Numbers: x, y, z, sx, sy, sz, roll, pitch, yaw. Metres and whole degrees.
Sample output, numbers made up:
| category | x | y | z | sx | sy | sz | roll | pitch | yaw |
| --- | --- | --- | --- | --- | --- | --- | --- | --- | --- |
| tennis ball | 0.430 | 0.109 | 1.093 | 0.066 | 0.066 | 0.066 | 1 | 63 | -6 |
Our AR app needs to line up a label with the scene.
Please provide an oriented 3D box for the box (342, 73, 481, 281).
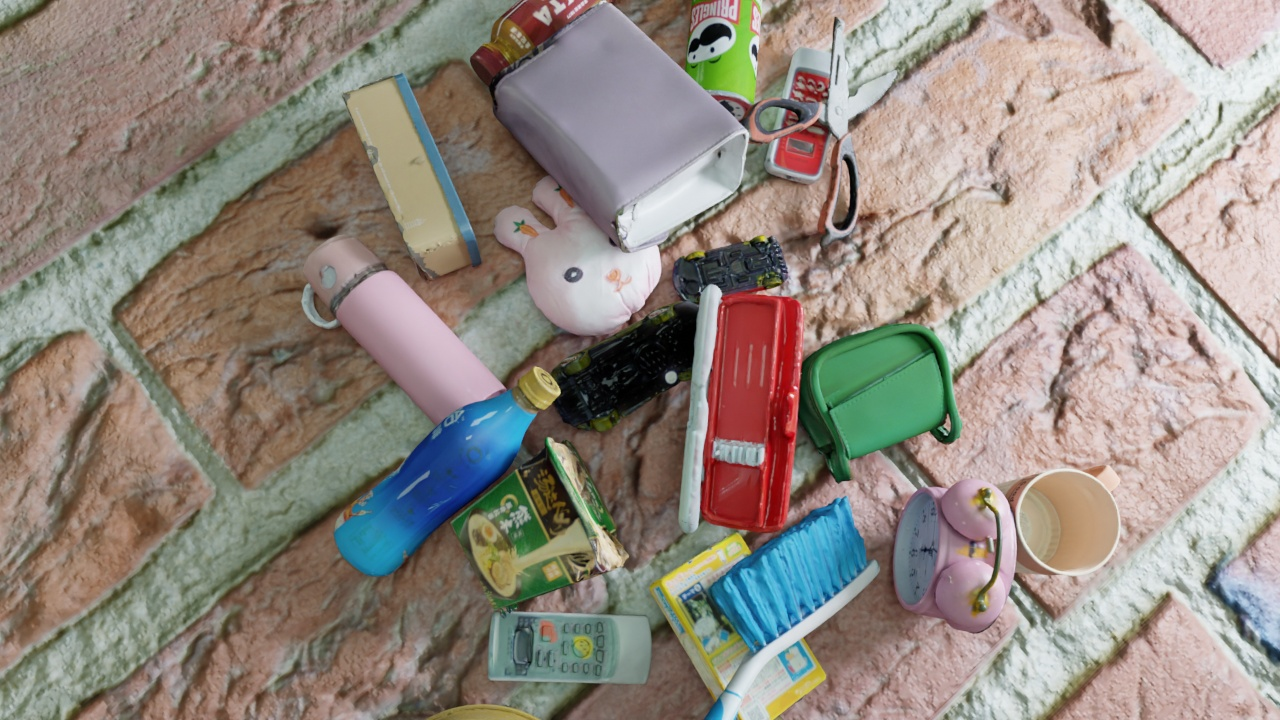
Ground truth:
| category | x | y | z | sx | sy | sz | roll | pitch | yaw |
| --- | --- | --- | --- | --- | --- | --- | --- | --- | --- |
| box | -0.198 | -0.154 | 0.809 | 0.061 | 0.090 | 0.184 | -25 | 82 | -9 |

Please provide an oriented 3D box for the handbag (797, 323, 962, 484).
| category | x | y | z | sx | sy | sz | roll | pitch | yaw |
| --- | --- | --- | --- | --- | --- | --- | --- | --- | --- |
| handbag | 0.204 | 0.034 | 0.803 | 0.131 | 0.068 | 0.120 | -18 | 86 | -8 |

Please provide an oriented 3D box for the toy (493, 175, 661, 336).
| category | x | y | z | sx | sy | sz | roll | pitch | yaw |
| --- | --- | --- | --- | --- | --- | --- | --- | --- | --- |
| toy | -0.059 | -0.097 | 0.823 | 0.121 | 0.054 | 0.159 | -43 | 75 | -12 |

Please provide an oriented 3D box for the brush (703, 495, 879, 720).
| category | x | y | z | sx | sy | sz | roll | pitch | yaw |
| --- | --- | --- | --- | --- | --- | --- | --- | --- | --- |
| brush | 0.082 | 0.217 | 0.701 | 0.313 | 0.061 | 0.109 | -25 | 82 | -34 |

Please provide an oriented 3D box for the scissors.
| category | x | y | z | sx | sy | sz | roll | pitch | yaw |
| --- | --- | --- | --- | --- | --- | --- | --- | --- | --- |
| scissors | 0.177 | -0.214 | 0.857 | 0.222 | 0.015 | 0.189 | -30 | 100 | -26 |

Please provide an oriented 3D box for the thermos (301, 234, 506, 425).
| category | x | y | z | sx | sy | sz | roll | pitch | yaw |
| --- | --- | --- | --- | --- | --- | --- | --- | --- | --- |
| thermos | -0.212 | -0.016 | 0.793 | 0.198 | 0.067 | 0.087 | 44 | 107 | 6 |

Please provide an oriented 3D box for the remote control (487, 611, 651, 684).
| category | x | y | z | sx | sy | sz | roll | pitch | yaw |
| --- | --- | --- | --- | --- | --- | --- | --- | --- | --- |
| remote control | -0.058 | 0.238 | 0.763 | 0.135 | 0.019 | 0.056 | 3 | 77 | -2 |

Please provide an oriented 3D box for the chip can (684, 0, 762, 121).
| category | x | y | z | sx | sy | sz | roll | pitch | yaw |
| --- | --- | --- | --- | --- | --- | --- | --- | --- | --- |
| chip can | 0.081 | -0.340 | 0.873 | 0.072 | 0.072 | 0.235 | 6 | 77 | -2 |

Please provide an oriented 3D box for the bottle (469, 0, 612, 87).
| category | x | y | z | sx | sy | sz | roll | pitch | yaw |
| --- | --- | --- | --- | --- | --- | --- | --- | --- | --- |
| bottle | -0.086 | -0.326 | 0.868 | 0.057 | 0.057 | 0.174 | 43 | 79 | 7 |

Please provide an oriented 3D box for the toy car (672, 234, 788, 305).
| category | x | y | z | sx | sy | sz | roll | pitch | yaw |
| --- | --- | --- | --- | --- | --- | --- | --- | --- | --- |
| toy car | 0.080 | -0.080 | 0.835 | 0.106 | 0.031 | 0.049 | -15 | 78 | -9 |

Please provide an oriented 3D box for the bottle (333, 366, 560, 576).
| category | x | y | z | sx | sy | sz | roll | pitch | yaw |
| --- | --- | --- | --- | --- | --- | --- | --- | --- | --- |
| bottle | -0.151 | 0.086 | 0.730 | 0.219 | 0.065 | 0.065 | -41 | 82 | 14 |

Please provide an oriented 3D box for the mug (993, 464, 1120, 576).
| category | x | y | z | sx | sy | sz | roll | pitch | yaw |
| --- | --- | --- | --- | --- | --- | --- | --- | --- | --- |
| mug | 0.341 | 0.127 | 0.764 | 0.114 | 0.106 | 0.081 | -36 | 82 | -10 |

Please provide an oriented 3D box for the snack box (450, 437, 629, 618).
| category | x | y | z | sx | sy | sz | roll | pitch | yaw |
| --- | --- | --- | --- | --- | --- | --- | --- | --- | --- |
| snack box | -0.085 | 0.137 | 0.743 | 0.105 | 0.118 | 0.117 | -28 | 80 | 1 |

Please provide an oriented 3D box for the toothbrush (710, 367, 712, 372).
| category | x | y | z | sx | sy | sz | roll | pitch | yaw |
| --- | --- | --- | --- | --- | --- | --- | --- | --- | --- |
| toothbrush | 0.078 | 0.039 | 0.819 | 0.017 | 0.012 | 0.185 | -13 | 78 | -12 |

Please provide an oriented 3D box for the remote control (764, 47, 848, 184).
| category | x | y | z | sx | sy | sz | roll | pitch | yaw |
| --- | --- | --- | --- | --- | --- | --- | --- | --- | --- |
| remote control | 0.160 | -0.236 | 0.880 | 0.056 | 0.020 | 0.135 | 16 | 77 | 1 |

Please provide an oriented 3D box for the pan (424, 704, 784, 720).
| category | x | y | z | sx | sy | sz | roll | pitch | yaw |
| --- | --- | --- | --- | --- | --- | --- | --- | --- | --- |
| pan | -0.050 | 0.351 | 0.726 | 0.357 | 0.078 | 0.197 | -17 | 82 | 0 |

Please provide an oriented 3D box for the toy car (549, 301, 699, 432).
| category | x | y | z | sx | sy | sz | roll | pitch | yaw |
| --- | --- | --- | --- | --- | --- | --- | --- | --- | --- |
| toy car | -0.005 | 0.005 | 0.801 | 0.158 | 0.042 | 0.070 | -28 | 104 | -9 |

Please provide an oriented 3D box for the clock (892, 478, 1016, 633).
| category | x | y | z | sx | sy | sz | roll | pitch | yaw |
| --- | --- | --- | --- | --- | --- | --- | --- | --- | --- |
| clock | 0.252 | 0.153 | 0.727 | 0.060 | 0.159 | 0.117 | 12 | 76 | -3 |

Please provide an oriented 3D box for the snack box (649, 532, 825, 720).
| category | x | y | z | sx | sy | sz | roll | pitch | yaw |
| --- | --- | --- | --- | --- | --- | --- | --- | --- | --- |
| snack box | 0.080 | 0.223 | 0.754 | 0.086 | 0.034 | 0.140 | -27 | 81 | -28 |

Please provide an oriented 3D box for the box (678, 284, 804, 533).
| category | x | y | z | sx | sy | sz | roll | pitch | yaw |
| --- | --- | --- | --- | --- | --- | --- | --- | --- | --- |
| box | 0.076 | 0.042 | 0.753 | 0.095 | 0.101 | 0.201 | 5 | 88 | 21 |

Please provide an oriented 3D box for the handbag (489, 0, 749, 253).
| category | x | y | z | sx | sy | sz | roll | pitch | yaw |
| --- | --- | --- | --- | --- | --- | --- | --- | --- | --- |
| handbag | -0.022 | -0.201 | 0.808 | 0.144 | 0.099 | 0.197 | -33 | 66 | -20 |
